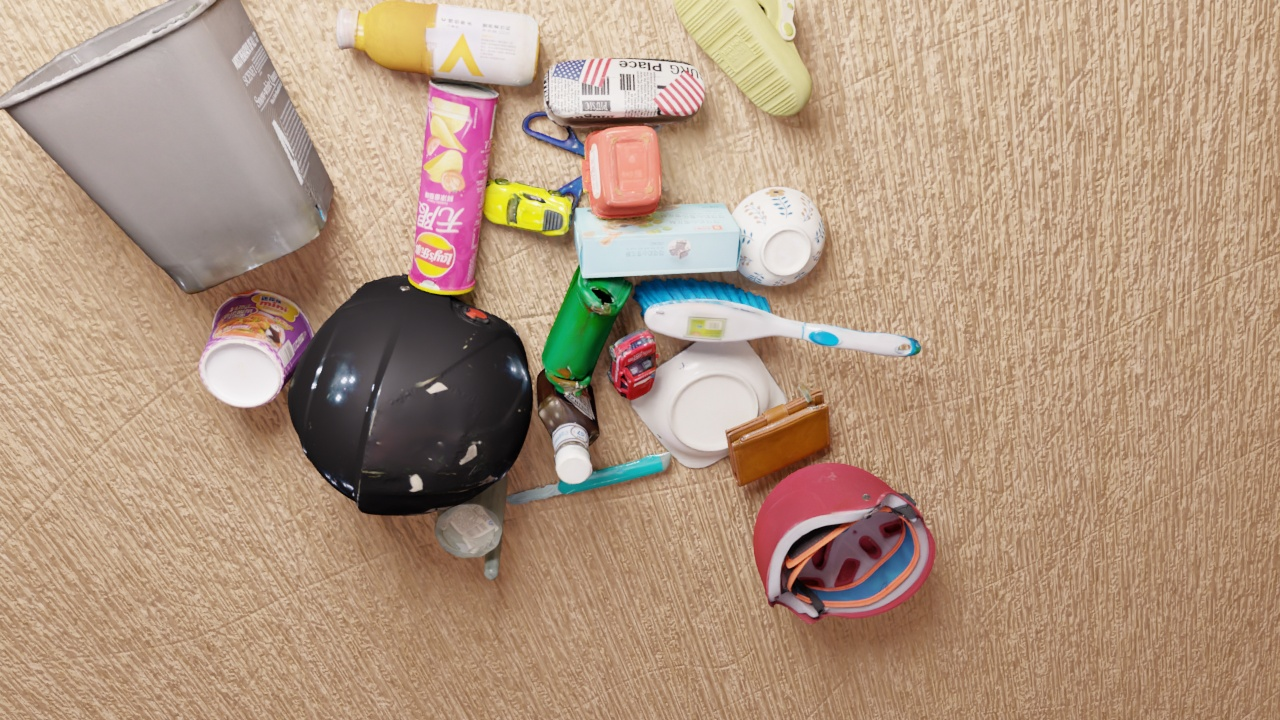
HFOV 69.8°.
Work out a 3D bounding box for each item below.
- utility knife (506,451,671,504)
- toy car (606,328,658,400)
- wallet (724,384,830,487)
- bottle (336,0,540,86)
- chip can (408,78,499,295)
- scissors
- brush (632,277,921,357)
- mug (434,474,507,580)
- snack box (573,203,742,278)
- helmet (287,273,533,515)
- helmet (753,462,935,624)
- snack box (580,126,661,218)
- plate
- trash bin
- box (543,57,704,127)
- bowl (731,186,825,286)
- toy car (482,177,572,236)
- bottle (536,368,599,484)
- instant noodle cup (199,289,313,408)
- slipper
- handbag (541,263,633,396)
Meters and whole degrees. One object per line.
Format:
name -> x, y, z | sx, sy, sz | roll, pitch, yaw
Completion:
utility knife -> -0.066, 0.151, 1.166 | 0.221, 0.013, 0.029 | -15, 115, 4
toy car -> -0.006, 0.006, 1.050 | 0.053, 0.045, 0.121 | -28, 157, -14
wallet -> 0.171, 0.094, 1.129 | 0.130, 0.035, 0.119 | -23, 134, -7
bottle -> -0.193, -0.308, 0.884 | 0.189, 0.068, 0.068 | 4, 116, -9
chip can -> -0.195, -0.178, 0.949 | 0.071, 0.071, 0.211 | 7, 115, -11
scissors -> -0.057, -0.210, 0.983 | 0.176, 0.012, 0.162 | -44, 115, 13
brush -> 0.151, -0.042, 1.040 | 0.314, 0.109, 0.061 | 4, 114, -9
mug -> -0.198, 0.194, 1.120 | 0.084, 0.103, 0.124 | -19, 116, 3
snack box -> 0.017, -0.131, 0.991 | 0.174, 0.074, 0.052 | -4, 123, -8
helmet -> -0.231, 0.052, 0.987 | 0.274, 0.230, 0.234 | 1, 121, -30
helmet -> 0.249, 0.221, 1.173 | 0.240, 0.143, 0.207 | 26, 112, -34
snack box -> -0.017, -0.193, 0.935 | 0.082, 0.080, 0.091 | -6, 96, -9
plate -> 0.088, 0.057, 1.126 | 0.164, 0.034, 0.163 | -35, 116, 10
trash bin -> -0.411, -0.204, 0.849 | 0.199, 0.198, 0.220 | -23, 124, 5
box -> -0.016, -0.272, 0.918 | 0.163, 0.081, 0.075 | -1, 101, -5
bowl -> 0.156, -0.131, 1.023 | 0.113, 0.062, 0.114 | -3, 117, -7
toy car -> -0.124, -0.161, 0.975 | 0.105, 0.032, 0.048 | 15, 120, 10
bottle -> -0.079, 0.069, 1.019 | 0.044, 0.194, 0.080 | -42, 114, 13
instant noodle cup -> -0.421, -0.006, 0.994 | 0.111, 0.099, 0.112 | -2, 118, -4
slipper -> 0.110, -0.333, 0.911 | 0.190, 0.092, 0.081 | 49, 62, -16
handbag -> -0.059, -0.034, 1.013 | 0.068, 0.120, 0.131 | 22, 114, -11
